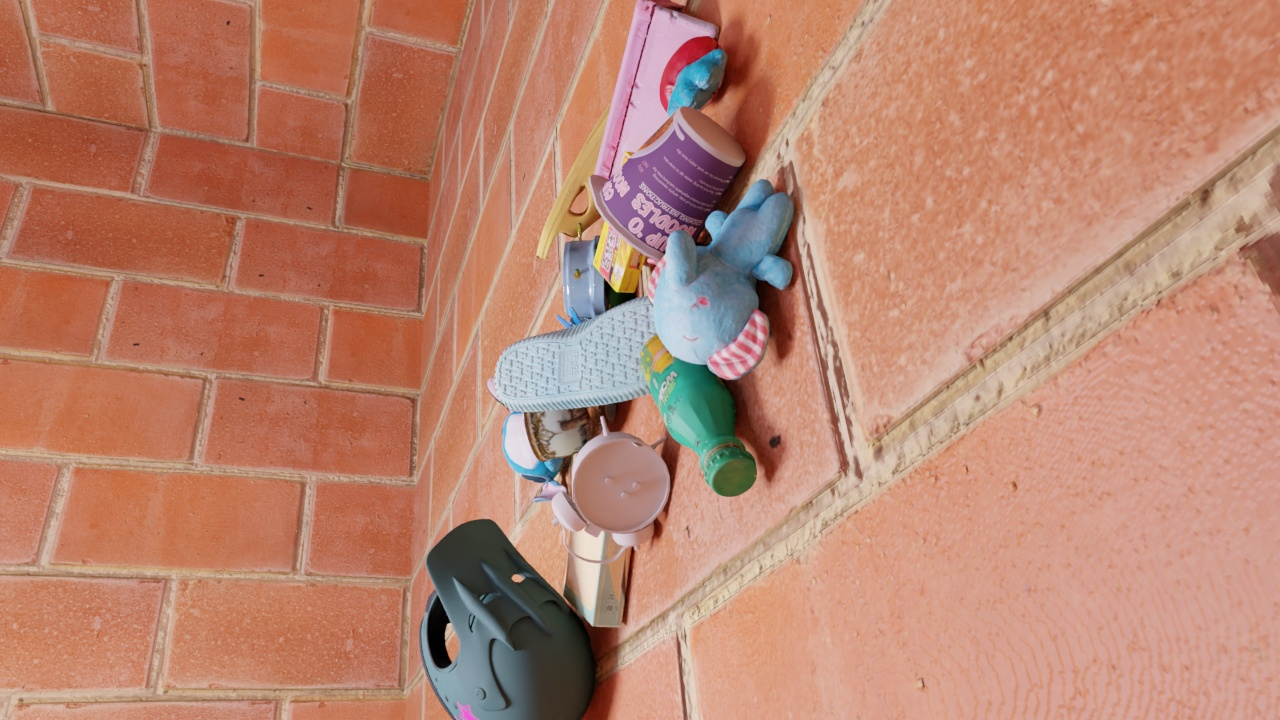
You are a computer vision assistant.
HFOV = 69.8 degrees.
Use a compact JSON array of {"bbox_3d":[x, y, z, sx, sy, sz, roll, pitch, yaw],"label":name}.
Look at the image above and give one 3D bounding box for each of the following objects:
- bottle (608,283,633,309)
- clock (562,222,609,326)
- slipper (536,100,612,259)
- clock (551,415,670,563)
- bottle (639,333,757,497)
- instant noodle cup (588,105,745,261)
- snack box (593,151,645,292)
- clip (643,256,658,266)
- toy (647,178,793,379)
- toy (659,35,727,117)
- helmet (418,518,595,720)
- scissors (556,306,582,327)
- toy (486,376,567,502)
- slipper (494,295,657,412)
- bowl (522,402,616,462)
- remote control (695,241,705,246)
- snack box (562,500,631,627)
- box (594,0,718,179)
[{"bbox_3d":[-0.023,-0.051,1.161,0.033,0.033,0.122,135,137,-60],"label":"bottle"},{"bbox_3d":[-0.069,-0.096,1.232,0.162,0.060,0.117,89,-178,-48],"label":"clock"},{"bbox_3d":[-0.059,-0.243,1.251,0.264,0.078,0.099,-60,4,11],"label":"slipper"},{"bbox_3d":[-0.031,0.150,1.001,0.061,0.120,0.159,-133,63,-76],"label":"clock"},{"bbox_3d":[0.055,0.048,0.863,0.209,0.068,0.068,-115,37,-56],"label":"bottle"},{"bbox_3d":[0.031,-0.186,0.924,0.122,0.137,0.121,-49,-10,28],"label":"instant noodle cup"},{"bbox_3d":[-0.013,-0.163,1.094,0.075,0.025,0.152,52,133,45],"label":"snack box"},{"bbox_3d":[0.016,-0.130,1.102,0.060,0.023,0.045,144,130,-69],"label":"clip"},{"bbox_3d":[0.069,-0.080,0.829,0.181,0.114,0.183,-62,36,20],"label":"toy"},{"bbox_3d":[0.057,-0.294,0.966,0.132,0.062,0.092,-103,35,-63],"label":"toy"},{"bbox_3d":[-0.170,0.348,1.144,0.274,0.176,0.201,50,133,14],"label":"helmet"},{"bbox_3d":[-0.062,-0.018,1.192,0.123,0.016,0.125,16,143,48],"label":"scissors"},{"bbox_3d":[-0.153,0.094,1.355,0.224,0.098,0.192,64,148,26],"label":"toy"},{"bbox_3d":[-0.049,0.002,1.048,0.277,0.069,0.115,-13,68,30],"label":"slipper"},{"bbox_3d":[-0.084,0.048,1.172,0.159,0.094,0.160,-3,-91,-79],"label":"bowl"},{"bbox_3d":[0.050,-0.104,1.006,0.133,0.013,0.058,-137,56,-66],"label":"remote control"},{"bbox_3d":[-0.052,0.214,1.133,0.142,0.044,0.193,-179,96,-71],"label":"snack box"},{"bbox_3d":[0.030,-0.304,1.108,0.106,0.115,0.233,-36,-32,-59],"label":"box"}]
